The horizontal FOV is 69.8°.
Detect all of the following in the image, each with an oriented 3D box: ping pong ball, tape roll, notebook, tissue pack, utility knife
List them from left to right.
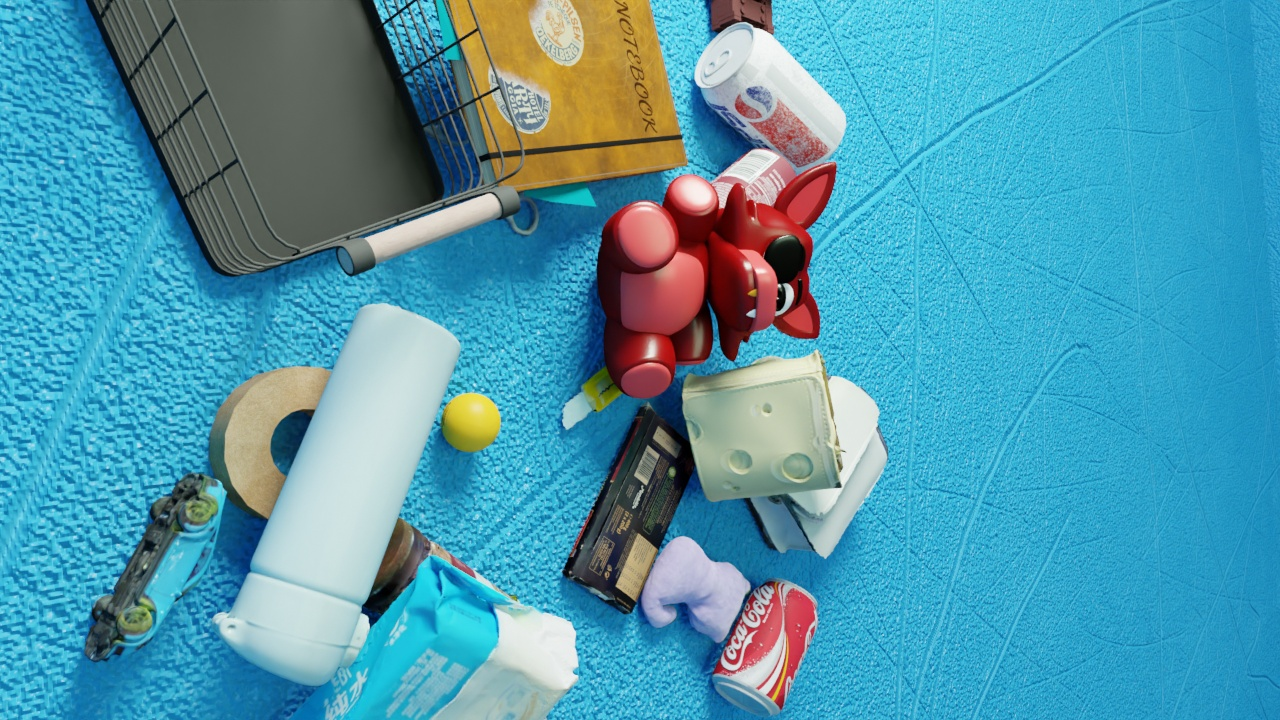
[{"bbox_3d":[-0.205,0.051,0.549,0.093,0.027,0.094,4,85,-42],"label":"tape roll"},{"bbox_3d":[-0.138,0.220,0.539,0.117,0.066,0.209,39,89,-32],"label":"tissue pack"},{"bbox_3d":[-0.115,0.042,0.622,0.040,0.040,0.040,4,85,-42],"label":"ping pong ball"},{"bbox_3d":[-0.052,-0.202,0.665,0.248,0.014,0.178,-24,102,-52],"label":"notebook"},{"bbox_3d":[-0.004,0.004,0.744,0.174,0.017,0.030,-37,102,-34],"label":"utility knife"}]

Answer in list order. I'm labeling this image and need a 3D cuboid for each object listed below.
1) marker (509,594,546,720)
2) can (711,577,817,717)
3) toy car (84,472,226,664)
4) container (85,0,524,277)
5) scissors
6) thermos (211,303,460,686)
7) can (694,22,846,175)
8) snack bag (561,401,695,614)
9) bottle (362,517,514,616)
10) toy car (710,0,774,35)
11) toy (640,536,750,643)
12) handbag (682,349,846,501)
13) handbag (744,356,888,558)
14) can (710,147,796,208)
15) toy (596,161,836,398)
[{"bbox_3d":[-0.079,0.239,0.657,0.017,0.017,0.146,-17,98,-41],"label":"marker"},{"bbox_3d":[0.110,0.247,0.794,0.064,0.064,0.104,49,57,-28],"label":"can"},{"bbox_3d":[-0.254,0.111,0.488,0.032,0.048,0.105,41,60,-36],"label":"toy car"},{"bbox_3d":[-0.183,-0.172,0.509,0.162,0.130,0.241,-29,106,-36],"label":"container"},{"bbox_3d":[-0.092,-0.166,0.672,0.171,0.014,0.141,12,84,-38],"label":"scissors"},{"bbox_3d":[-0.166,0.073,0.518,0.078,0.065,0.206,28,69,-30],"label":"thermos"},{"bbox_3d":[0.118,-0.233,0.825,0.136,0.078,0.078,31,67,-36],"label":"can"},{"bbox_3d":[-0.003,0.119,0.732,0.074,0.018,0.154,43,61,-31],"label":"snack bag"},{"bbox_3d":[-0.133,0.151,0.588,0.105,0.056,0.056,46,59,-31],"label":"bottle"},{"bbox_3d":[0.098,-0.382,0.828,0.070,0.062,0.169,1,86,-42],"label":"toy car"},{"bbox_3d":[0.044,0.194,0.759,0.099,0.036,0.080,41,72,-28],"label":"toy"},{"bbox_3d":[0.104,0.056,0.753,0.081,0.119,0.111,-37,116,-76],"label":"handbag"},{"bbox_3d":[0.151,0.072,0.837,0.150,0.074,0.176,-46,116,-34],"label":"handbag"},{"bbox_3d":[0.086,-0.134,0.799,0.113,0.063,0.063,-45,116,-35],"label":"can"},{"bbox_3d":[0.061,-0.064,0.704,0.197,0.120,0.158,-11,118,-18],"label":"toy"}]
